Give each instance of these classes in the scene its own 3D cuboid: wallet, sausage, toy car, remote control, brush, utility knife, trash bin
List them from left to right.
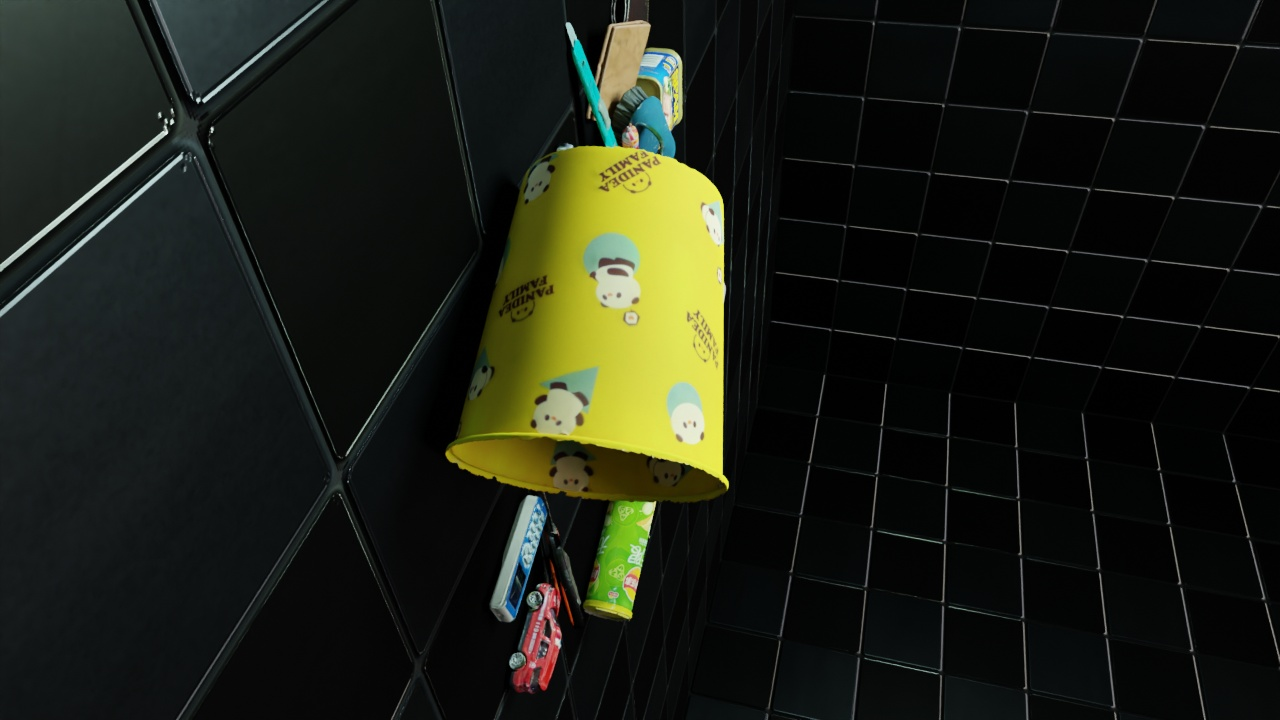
[{"bbox_3d":[-0.125,0.201,0.938,0.049,0.024,0.124,79,22,-57],"label":"remote control"},{"bbox_3d":[-0.113,0.312,1.028,0.053,0.045,0.120,75,24,-65],"label":"toy car"},{"bbox_3d":[-0.046,-0.267,0.934,0.171,0.013,0.029,66,25,-45],"label":"utility knife"},{"bbox_3d":[-0.030,-0.024,0.785,0.230,0.230,0.254,65,30,-69],"label":"trash bin"},{"bbox_3d":[-0.025,-0.317,1.003,0.115,0.020,0.101,-51,159,-61],"label":"wallet"},{"bbox_3d":[-0.012,-0.217,1.039,0.156,0.020,0.020,95,8,-67],"label":"sausage"},{"bbox_3d":[-0.008,-0.417,1.053,0.122,0.020,0.096,-40,137,-75],"label":"wallet"},{"bbox_3d":[0.006,-0.251,1.050,0.055,0.073,0.144,-49,170,-14],"label":"brush"}]

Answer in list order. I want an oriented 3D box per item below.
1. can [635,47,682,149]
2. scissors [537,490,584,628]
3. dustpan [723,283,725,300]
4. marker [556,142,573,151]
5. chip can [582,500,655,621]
[{"bbox_3d":[0.014,-0.320,1.131,0.083,0.057,0.102,-65,159,-46],"label":"can"},{"bbox_3d":[-0.089,0.212,1.023,0.235,0.021,0.125,90,-24,-49],"label":"scissors"},{"bbox_3d":[0.035,-0.066,1.523,0.273,0.139,0.222,21,78,-49],"label":"dustpan"},{"bbox_3d":[-0.082,-0.148,0.907,0.022,0.018,0.131,-14,112,-67],"label":"marker"},{"bbox_3d":[-0.024,0.259,1.328,0.073,0.073,0.220,72,28,-64],"label":"chip can"}]
